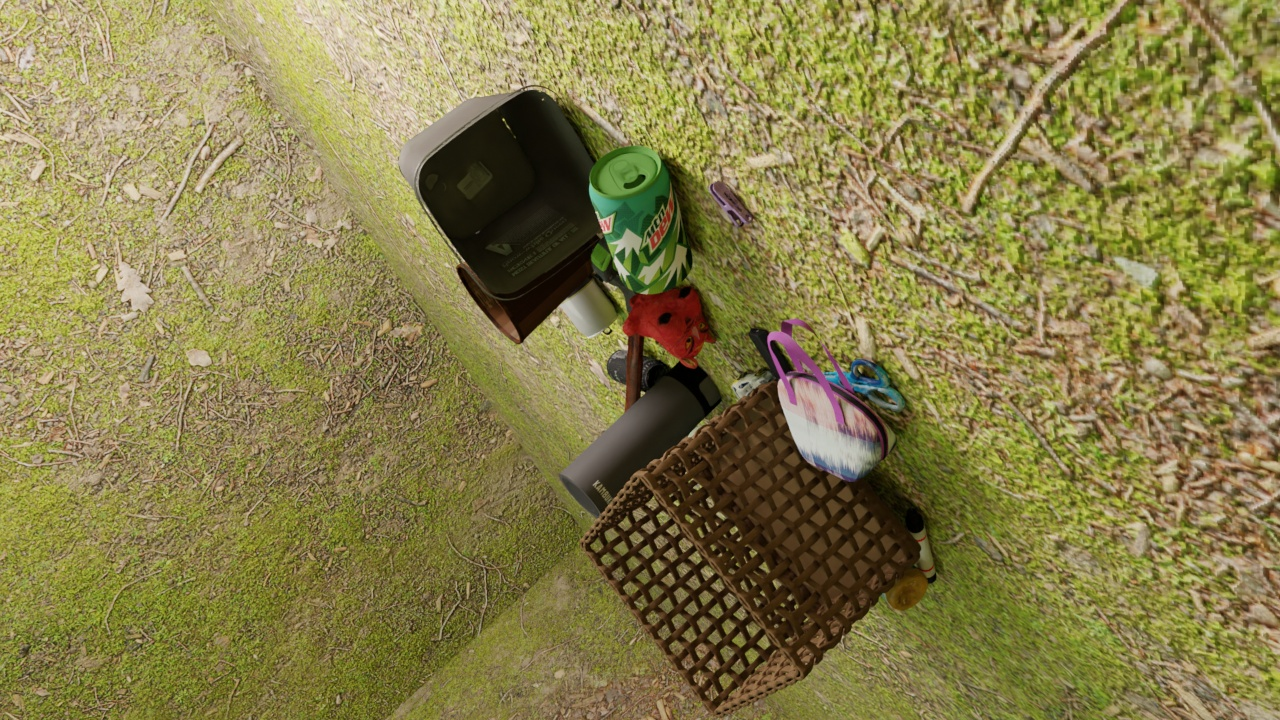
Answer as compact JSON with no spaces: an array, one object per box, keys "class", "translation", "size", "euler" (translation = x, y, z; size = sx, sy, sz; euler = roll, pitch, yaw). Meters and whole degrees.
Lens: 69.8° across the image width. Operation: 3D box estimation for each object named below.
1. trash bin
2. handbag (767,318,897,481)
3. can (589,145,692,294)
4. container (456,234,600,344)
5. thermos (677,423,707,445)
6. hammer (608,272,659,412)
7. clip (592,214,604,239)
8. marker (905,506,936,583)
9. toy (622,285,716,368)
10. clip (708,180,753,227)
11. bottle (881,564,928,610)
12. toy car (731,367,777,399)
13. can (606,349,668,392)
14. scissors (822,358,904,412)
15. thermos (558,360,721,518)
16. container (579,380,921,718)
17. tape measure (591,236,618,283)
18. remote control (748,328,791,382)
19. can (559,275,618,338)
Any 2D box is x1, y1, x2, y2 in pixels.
[{"class":"trash bin","translation":[-0.178,-0.215,1.107],"size":[0.197,0.197,0.220],"euler":[57,169,-30]},{"class":"handbag","translation":[0.174,0.031,0.897],"size":[0.145,0.068,0.170],"euler":[24,152,54]},{"class":"can","translation":[0.002,-0.144,0.953],"size":[0.083,0.083,0.144],"euler":[38,161,36]},{"class":"container","translation":[-0.140,-0.125,1.232],"size":[0.132,0.167,0.132],"euler":[45,164,16]},{"class":"thermos","translation":[0.119,0.126,1.295],"size":[0.082,0.082,0.232],"euler":[51,164,-6]},{"class":"hammer","translation":[-0.008,0.008,1.302],"size":[0.111,0.028,0.301],"euler":[40,147,30]},{"class":"clip","translation":[-0.052,-0.172,1.149],"size":[0.039,0.024,0.060],"euler":[50,169,-3]},{"class":"marker","translation":[0.316,0.207,1.036],"size":[0.019,0.019,0.146],"euler":[34,158,45]},{"class":"toy","translation":[0.030,-0.045,1.131],"size":[0.094,0.088,0.133],"euler":[47,170,-36]},{"class":"clip","translation":[0.087,-0.144,0.852],"size":[0.041,0.014,0.052],"euler":[27,155,55]},{"class":"bottle","translation":[0.269,0.225,1.117],"size":[0.186,0.053,0.053],"euler":[46,168,54]},{"class":"toy car","translation":[0.140,0.038,1.100],"size":[0.048,0.033,0.106],"euler":[52,164,-4]},{"class":"can","translation":[-0.004,0.017,1.408],"size":[0.054,0.054,0.138],"euler":[56,163,-22]},{"class":"scissors","translation":[0.209,0.021,0.911],"size":[0.066,0.015,0.135],"euler":[51,167,-17]},{"class":"thermos","translation":[0.004,0.104,1.252],"size":[0.082,0.240,0.082],"euler":[41,160,18]},{"class":"container","translation":[0.116,0.209,1.025],"size":[0.251,0.213,0.220],"euler":[50,145,12]},{"class":"tape measure","translation":[-0.035,-0.134,1.125],"size":[0.036,0.058,0.066],"euler":[46,167,17]},{"class":"remote control","translation":[0.162,0.021,1.029],"size":[0.136,0.015,0.032],"euler":[55,164,-19]},{"class":"can","translation":[-0.085,-0.089,1.363],"size":[0.127,0.064,0.064],"euler":[53,165,-13]}]
